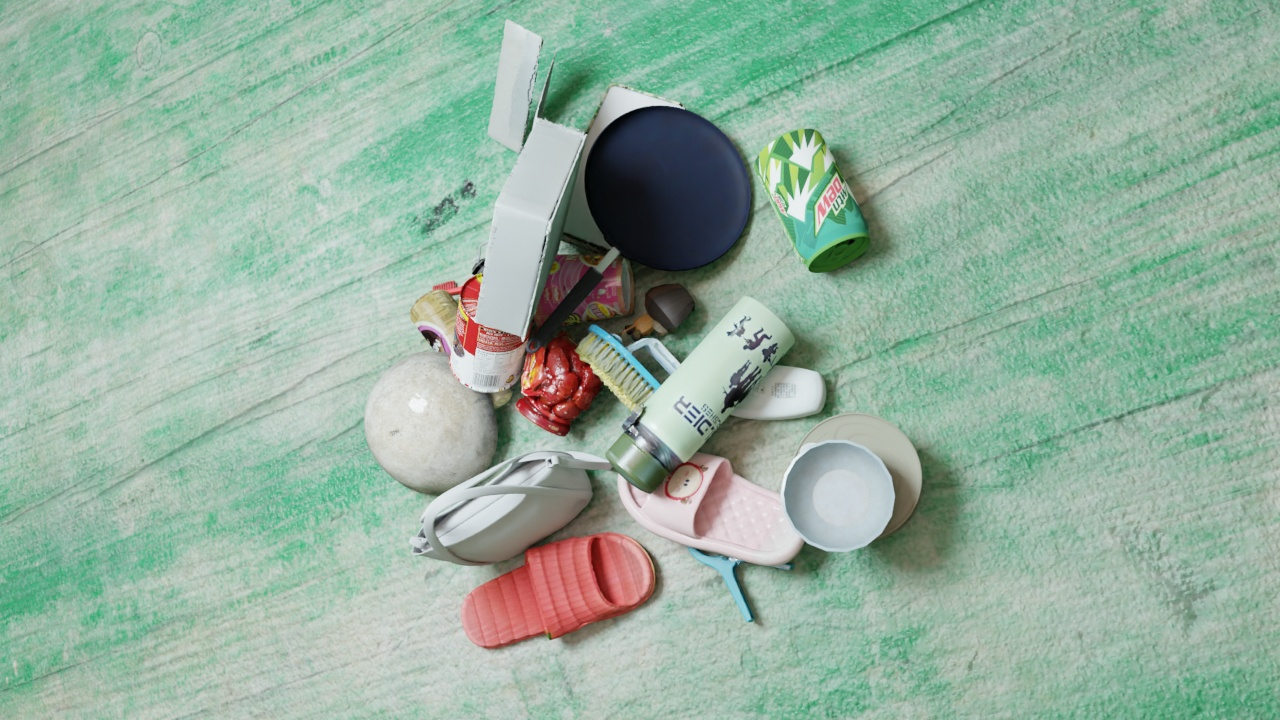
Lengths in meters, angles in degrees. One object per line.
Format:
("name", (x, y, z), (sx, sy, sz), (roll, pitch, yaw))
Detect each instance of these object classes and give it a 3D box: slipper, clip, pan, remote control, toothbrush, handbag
("slipper", (0.072, 0.152, 0.982), (0.222, 0.056, 0.106), (21, 61, 26))
("clip", (0.091, 0.224, 0.992), (0.119, 0.027, 0.102), (39, 86, 24))
("pan", (-0.015, -0.140, 1.035), (0.199, 0.021, 0.355), (40, 72, -5))
("remote control", (0.147, 0.035, 1.013), (0.114, 0.028, 0.060), (-3, 75, 21))
("toothbrush", (-0.172, -0.106, 1.167), (0.213, 0.012, 0.018), (-9, 75, 18))
("handbag", (-0.151, 0.146, 0.989), (0.216, 0.222, 0.095), (-34, 70, 9))
("slipper", (-0.104, 0.261, 1.036), (0.249, 0.059, 0.103), (-21, 72, 16))

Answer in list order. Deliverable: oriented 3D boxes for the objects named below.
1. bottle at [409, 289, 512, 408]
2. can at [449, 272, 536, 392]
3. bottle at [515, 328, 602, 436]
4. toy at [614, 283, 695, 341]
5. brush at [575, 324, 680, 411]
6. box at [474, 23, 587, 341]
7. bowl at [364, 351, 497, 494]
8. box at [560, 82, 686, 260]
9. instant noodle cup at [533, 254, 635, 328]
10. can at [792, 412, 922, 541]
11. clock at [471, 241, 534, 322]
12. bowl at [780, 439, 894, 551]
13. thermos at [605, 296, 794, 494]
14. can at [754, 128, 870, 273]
("bottle", (-0.219, -0.012, 1.139), (0.060, 0.059, 0.166), (-42, 75, 6))
("can", (-0.171, -0.031, 1.054), (0.086, 0.117, 0.086), (9, 49, -11))
("bottle", (-0.094, 0.022, 1.063), (0.099, 0.099, 0.111), (34, 95, 23))
("toy", (0.016, -0.049, 1.062), (0.100, 0.062, 0.076), (-34, 32, -5))
("brush", (-0.006, 0.006, 1.025), (0.136, 0.055, 0.075), (46, 74, -16))
("box", (-0.118, -0.209, 1.022), (0.098, 0.166, 0.367), (13, 44, -9))
("bowl", (-0.265, 0.080, 1.096), (0.179, 0.081, 0.178), (2, 97, 20))
("box", (-0.026, -0.229, 1.124), (0.118, 0.051, 0.205), (22, 86, 20))
("instant noodle cup", (-0.067, -0.086, 1.086), (0.109, 0.097, 0.097), (-4, 77, 12))
("can", (0.224, 0.122, 0.942), (0.128, 0.073, 0.127), (-4, 77, 19))
("clock", (-0.161, -0.088, 1.133), (0.091, 0.043, 0.123), (-11, 93, 19))
("bowl", (0.192, 0.132, 0.888), (0.106, 0.039, 0.106), (-4, 77, 19))
("thermos", (0.058, 0.037, 0.976), (0.082, 0.082, 0.231), (41, 84, 23))
("can", (0.190, -0.176, 1.015), (0.083, 0.083, 0.144), (-26, 71, 12))
